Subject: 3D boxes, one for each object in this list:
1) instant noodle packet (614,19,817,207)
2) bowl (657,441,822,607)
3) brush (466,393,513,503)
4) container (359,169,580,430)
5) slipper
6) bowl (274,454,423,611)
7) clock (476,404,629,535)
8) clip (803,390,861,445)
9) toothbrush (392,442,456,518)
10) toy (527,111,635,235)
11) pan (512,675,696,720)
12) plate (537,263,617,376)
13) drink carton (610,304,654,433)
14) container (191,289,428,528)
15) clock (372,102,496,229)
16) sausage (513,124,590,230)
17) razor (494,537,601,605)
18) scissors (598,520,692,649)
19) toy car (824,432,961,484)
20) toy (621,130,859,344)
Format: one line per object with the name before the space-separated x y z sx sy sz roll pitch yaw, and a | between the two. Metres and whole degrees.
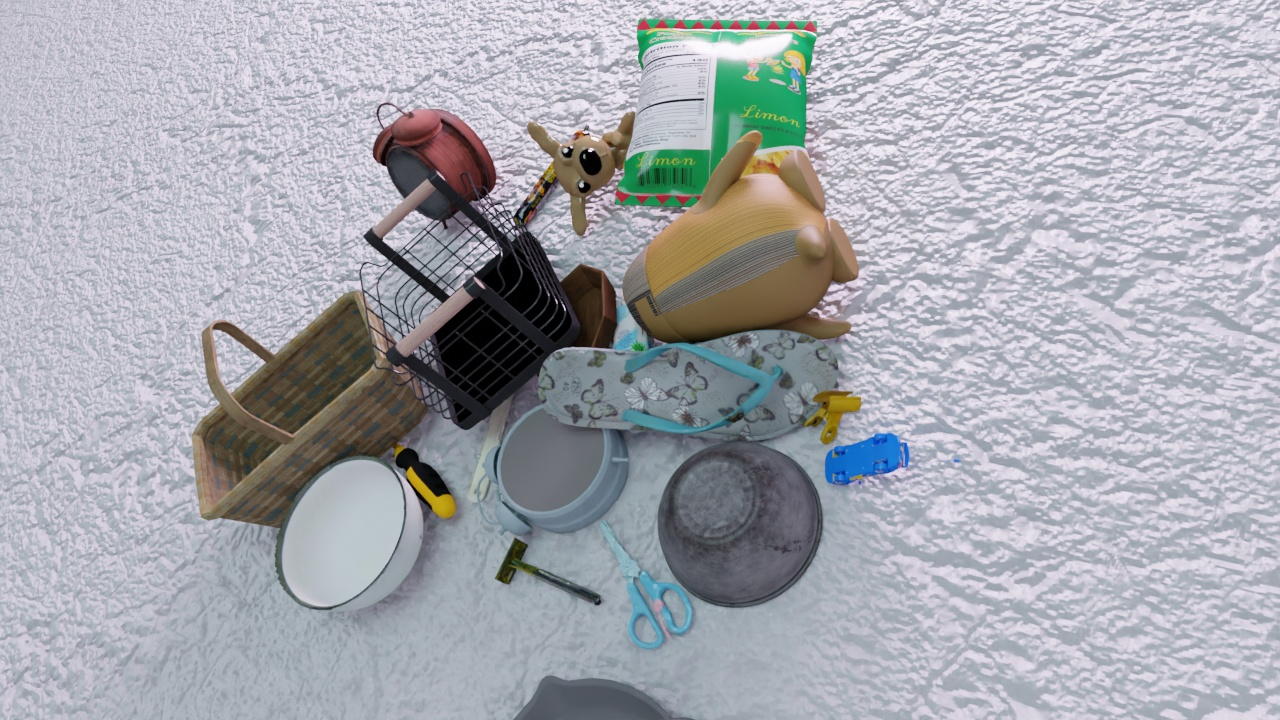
instant noodle packet | 0.083 -0.261 0.951 0.196 0.090 0.252 3 63 6
bowl | 0.073 0.126 0.768 0.145 0.067 0.144 -12 59 20
brush | -0.143 0.044 0.956 0.033 0.012 0.217 2 66 27
container | -0.183 -0.068 0.926 0.163 0.130 0.241 -40 40 9
slipper | 0.038 0.030 0.805 0.269 0.054 0.098 -4 103 11
bowl | -0.276 0.177 0.909 0.154 0.073 0.153 -12 58 21
clock | -0.087 0.104 0.874 0.159 0.045 0.122 -27 54 9
clip | 0.166 0.051 0.785 0.039 0.052 0.047 42 116 35
toothbrush | -0.245 0.104 0.963 0.197 0.031 0.031 38 98 41
toy | -0.046 -0.220 1.001 0.108 0.134 0.106 -27 11 -10
pan | -0.093 0.385 0.733 0.355 0.024 0.216 -30 54 8
plate | -0.061 -0.032 0.919 0.132 0.025 0.131 -32 49 46
drink carton | -0.005 0.005 0.889 0.039 0.044 0.128 -15 60 18
container | -0.366 0.040 0.943 0.250 0.186 0.157 -40 45 4
clock | -0.246 -0.235 1.068 0.121 0.158 0.072 -8 35 53
sausage | -0.105 -0.215 1.074 0.020 0.020 0.155 27 78 35
razor | -0.081 0.199 0.834 0.106 0.026 0.042 16 69 28
scissors | -0.007 0.193 0.809 0.063 0.015 0.138 -43 47 4
toy car | 0.207 0.086 0.760 0.092 0.062 0.033 -27 49 48
toy | 0.081 -0.087 0.847 0.204 0.198 0.162 -23 14 25
